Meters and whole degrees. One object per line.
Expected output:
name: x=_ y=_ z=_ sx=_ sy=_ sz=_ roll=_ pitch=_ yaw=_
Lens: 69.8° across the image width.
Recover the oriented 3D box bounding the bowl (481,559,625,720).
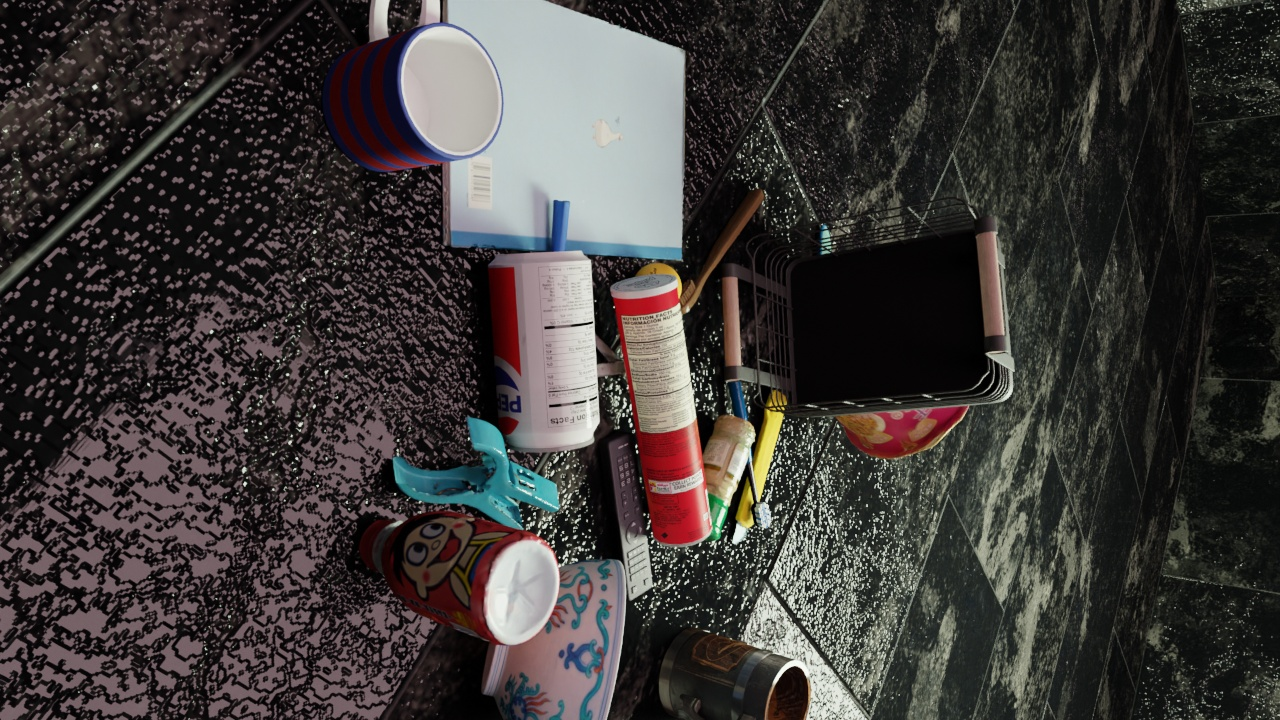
bowl: x=-0.065 y=0.201 z=0.628 sx=0.074 sy=0.144 sz=0.143 roll=14 pitch=79 yaw=-9

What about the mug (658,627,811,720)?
mug: x=0.071 y=0.288 z=0.784 sx=0.115 sy=0.107 sz=0.080 roll=-16 pitch=104 yaw=-48

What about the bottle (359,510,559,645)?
bottle: x=-0.113 y=0.119 z=0.533 sx=0.061 sy=0.138 sz=0.062 roll=-6 pitch=98 yaw=-50

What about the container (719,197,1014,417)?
container: x=0.207 y=-0.039 z=0.821 sx=0.130 sy=0.242 sz=0.162 roll=13 pitch=73 yaw=-57

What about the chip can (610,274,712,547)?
chip can: x=0.019 y=0.042 z=0.729 sx=0.051 sy=0.052 sz=0.215 roll=-28 pitch=115 yaw=-45

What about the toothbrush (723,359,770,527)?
toothbrush: x=0.100 y=0.079 z=0.866 sx=0.014 sy=0.014 sz=0.168 roll=-19 pitch=102 yaw=-36

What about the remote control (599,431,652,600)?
remote control: x=-0.012 y=0.127 z=0.747 sx=0.032 sy=0.015 sz=0.136 roll=-19 pitch=107 yaw=-47

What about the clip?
clip: x=-0.121 y=0.086 z=0.606 sx=0.121 sy=0.031 sz=0.130 roll=-19 pitch=145 yaw=-5

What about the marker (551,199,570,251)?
marker: x=-0.062 y=-0.046 z=0.671 sx=0.013 sy=0.013 sz=0.142 roll=-4 pitch=101 yaw=-49

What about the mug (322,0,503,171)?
mug: x=-0.136 y=-0.170 z=0.535 sx=0.074 sy=0.076 sz=0.112 roll=-19 pitch=107 yaw=-47

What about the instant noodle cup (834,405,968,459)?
instant noodle cup: x=0.251 y=0.004 z=0.944 sx=0.077 sy=0.179 sz=0.178 roll=29 pitch=69 yaw=-29

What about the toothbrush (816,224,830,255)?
toothbrush: x=0.191 y=-0.078 z=0.970 sx=0.022 sy=0.017 sz=0.135 roll=11 pitch=85 yaw=-46

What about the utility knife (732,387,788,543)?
utility knife: x=0.117 y=0.100 z=0.896 sx=0.030 sy=0.017 sz=0.164 roll=30 pitch=69 yaw=-41

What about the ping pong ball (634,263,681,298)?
ping pong ball: x=0.013 y=-0.059 z=0.745 sx=0.040 sy=0.040 sz=0.040 roll=-4 pitch=96 yaw=-49

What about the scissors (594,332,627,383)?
scissors: x=-0.010 y=0.019 z=0.744 sx=0.141 sy=0.014 sz=0.162 roll=-36 pitch=120 yaw=-45

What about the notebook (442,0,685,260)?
notebook: x=-0.046 y=-0.169 z=0.692 sx=0.252 sy=0.009 sz=0.181 roll=-3 pitch=96 yaw=-50

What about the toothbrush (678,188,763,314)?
toothbrush: x=0.072 y=-0.103 z=0.830 sx=0.166 sy=0.016 sz=0.016 roll=-56 pitch=131 yaw=-31

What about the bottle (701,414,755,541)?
bottle: x=0.068 y=0.103 z=0.820 sx=0.043 sy=0.043 sz=0.110 roll=45 pitch=59 yaw=-41

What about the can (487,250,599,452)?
can: x=-0.066 y=-0.008 z=0.632 sx=0.070 sy=0.070 sz=0.132 roll=-11 pitch=101 yaw=-49
